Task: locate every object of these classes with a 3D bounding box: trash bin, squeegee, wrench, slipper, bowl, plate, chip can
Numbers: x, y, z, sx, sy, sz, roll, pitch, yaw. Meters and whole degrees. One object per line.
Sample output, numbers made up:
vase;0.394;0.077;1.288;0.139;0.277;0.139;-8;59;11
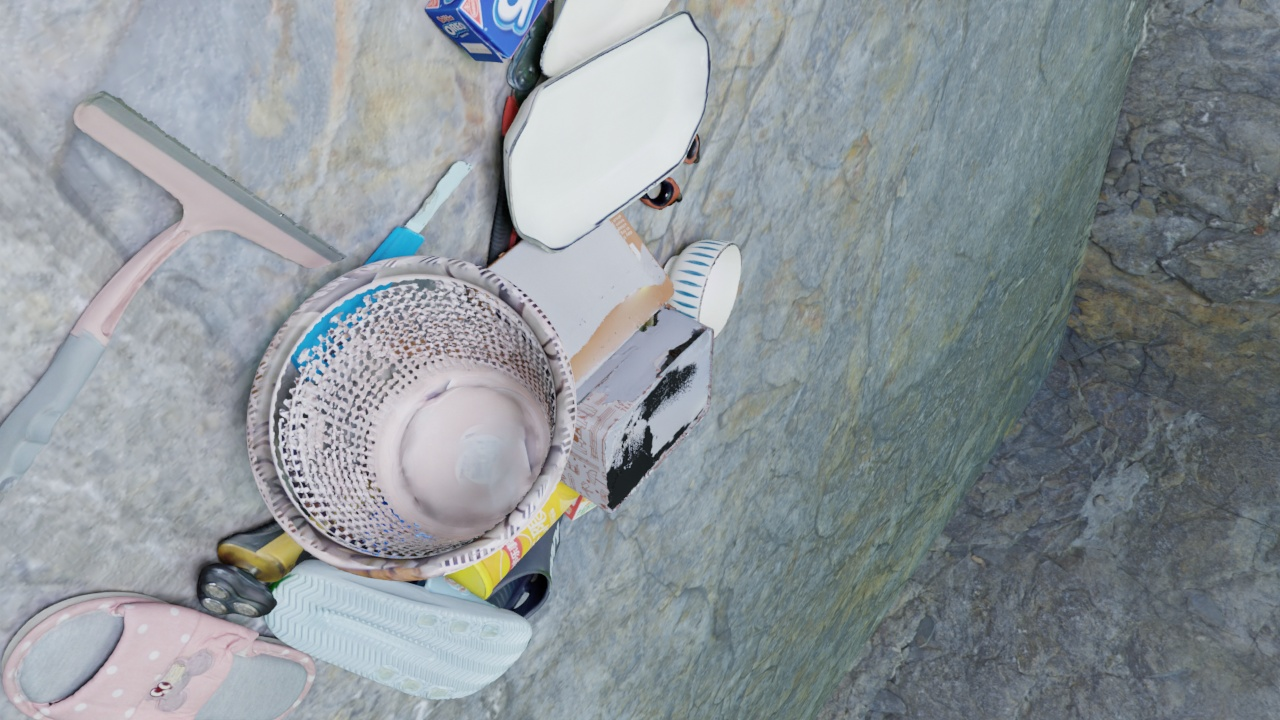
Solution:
trash bin;-0.153;0.057;0.712;0.227;0.227;0.192;-56;170;-11
squeegee;-0.329;-0.017;0.563;0.249;0.040;0.247;-53;165;-5
wrench;-0.110;-0.173;0.782;0.056;0.016;0.274;-22;130;-42
slipper;-0.352;0.248;0.709;0.114;0.054;0.274;-53;146;-9
bowl;0.062;-0.084;1.039;0.116;0.066;0.117;-47;147;-45
plate;-0.029;-0.203;0.800;0.264;0.034;0.162;-41;148;-32
plate;-0.021;-0.305;0.755;0.165;0.034;0.163;-54;167;22
chip can;-0.115;0.146;0.933;0.212;0.072;0.072;-44;145;-42
slipper;-0.215;0.233;0.823;0.245;0.074;0.104;27;104;-29
slipper;-0.136;0.243;0.970;0.267;0.083;0.111;-55;151;-31

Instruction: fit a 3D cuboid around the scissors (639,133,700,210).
scissors;-0.011;-0.191;0.911;0.205;0.015;0.197;-45;145;-25

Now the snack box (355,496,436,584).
snack box;-0.224;0.169;0.865;0.084;0.026;0.157;24;94;-58

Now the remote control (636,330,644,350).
remote control;0.003;0.024;1.089;0.056;0.019;0.135;11;104;-57

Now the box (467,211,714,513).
box;-0.030;-0.007;0.857;0.178;0.125;0.274;-44;126;-33

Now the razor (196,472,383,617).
razor;-0.276;0.146;0.745;0.167;0.067;0.062;-38;166;-45

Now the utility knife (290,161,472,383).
utility knife;-0.200;-0.075;0.722;0.216;0.018;0.034;-54;146;-11

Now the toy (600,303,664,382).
toy;-0.006;0.006;1.021;0.105;0.066;0.157;6;103;-11

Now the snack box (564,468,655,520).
snack box;-0.025;0.128;1.101;0.155;0.027;0.077;-27;152;-43

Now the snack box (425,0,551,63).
snack box;-0.074;-0.320;0.672;0.057;0.058;0.207;36;83;-42
